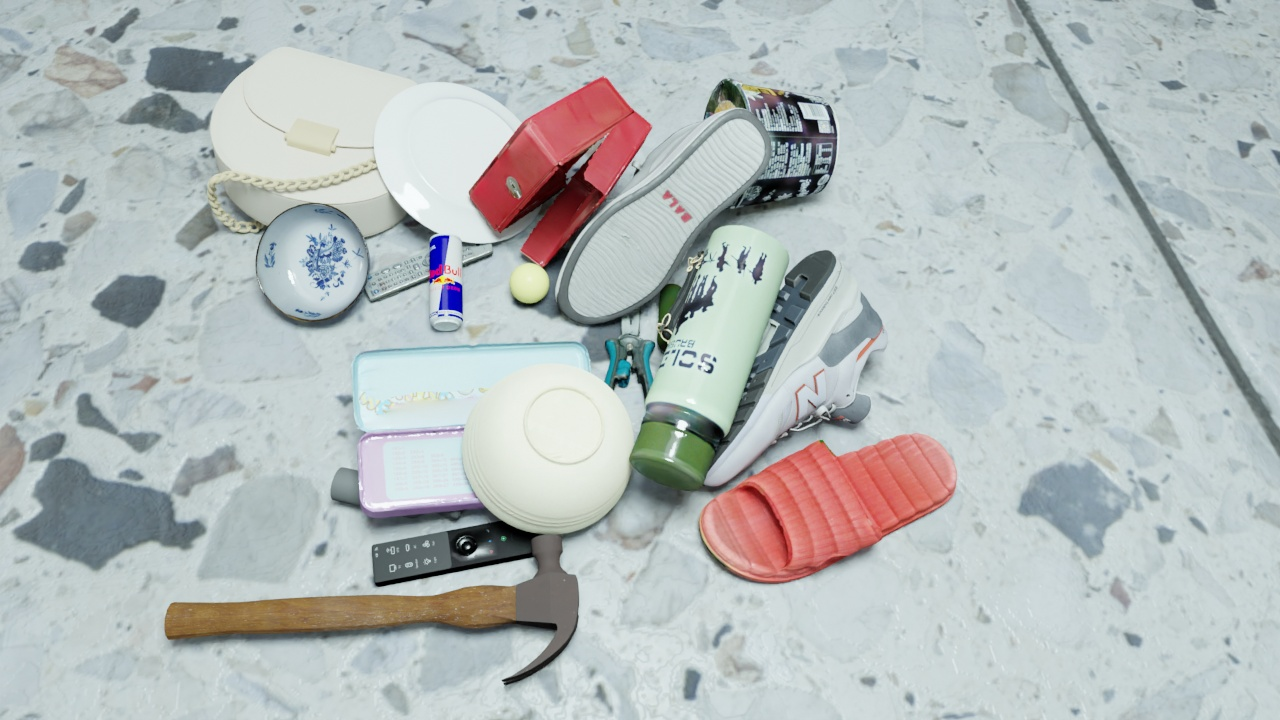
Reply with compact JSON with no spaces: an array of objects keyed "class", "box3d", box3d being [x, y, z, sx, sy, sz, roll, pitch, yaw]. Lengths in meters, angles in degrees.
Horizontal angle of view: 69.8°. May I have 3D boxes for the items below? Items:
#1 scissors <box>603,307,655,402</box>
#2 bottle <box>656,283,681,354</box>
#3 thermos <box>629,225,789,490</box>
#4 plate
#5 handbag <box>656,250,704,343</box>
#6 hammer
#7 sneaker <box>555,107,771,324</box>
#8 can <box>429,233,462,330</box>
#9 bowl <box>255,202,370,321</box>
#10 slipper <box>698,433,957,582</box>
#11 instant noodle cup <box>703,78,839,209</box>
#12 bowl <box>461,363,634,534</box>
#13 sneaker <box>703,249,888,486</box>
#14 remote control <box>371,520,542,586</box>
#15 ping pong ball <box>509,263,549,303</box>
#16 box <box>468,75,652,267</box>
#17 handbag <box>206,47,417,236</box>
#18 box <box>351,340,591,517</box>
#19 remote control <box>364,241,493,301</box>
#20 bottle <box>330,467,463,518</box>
[{"class":"scissors","box3d":[-0.013,0.008,0.885,0.123,0.019,0.147,36,61,19]},{"class":"bottle","box3d":[0.029,-0.029,0.905,0.025,0.025,0.105,4,58,0]},{"class":"thermos","box3d":[0.059,-0.001,0.797,0.082,0.082,0.231,18,69,8]},{"class":"plate","box3d":[-0.182,-0.213,0.960,0.188,0.016,0.188,12,65,-28]},{"class":"handbag","box3d":[0.062,-0.045,0.881,0.054,0.079,0.128,-7,48,44]},{"class":"hammer","box3d":[-0.211,0.203,0.737,0.323,0.033,0.115,-1,64,-4]},{"class":"sneaker","box3d":[0.008,-0.150,0.915,0.263,0.096,0.128,-46,23,8]},{"class":"can","box3d":[-0.193,-0.078,0.911,0.032,0.032,0.095,-3,71,-5]},{"class":"bowl","box3d":[-0.315,-0.095,0.906,0.114,0.045,0.114,0,92,5]},{"class":"slipper","box3d":[0.173,0.119,0.803,0.248,0.059,0.103,-16,60,-14]},{"class":"instant noodle cup","box3d":[0.140,-0.228,0.979,0.112,0.138,0.137,-4,58,-16]},{"class":"bowl","box3d":[-0.070,0.064,0.769,0.150,0.075,0.150,6,66,-15]},{"class":"sneaker","box3d":[0.148,0.029,0.837,0.124,0.089,0.239,32,88,-22]},{"class":"remote control","box3d":[-0.153,0.161,0.786,0.150,0.013,0.034,-9,59,-8]},{"class":"ping pong ball","box3d":[-0.112,-0.078,0.920,0.040,0.040,0.040,1,58,-2]},{"class":"box","box3d":[-0.080,-0.193,0.909,0.110,0.158,0.133,41,55,-9]},{"class":"handbag","box3d":[-0.335,-0.225,0.975,0.210,0.104,0.208,14,57,-6]},{"class":"box","box3d":[-0.141,0.056,0.809,0.214,0.035,0.150,-3,72,-17]},{"class":"remote control","box3d":[-0.218,-0.098,0.943,0.136,0.013,0.033,-24,63,-16]},{"class":"bottle","box3d":[-0.210,0.119,0.799,0.113,0.030,0.030,12,58,5]}]
